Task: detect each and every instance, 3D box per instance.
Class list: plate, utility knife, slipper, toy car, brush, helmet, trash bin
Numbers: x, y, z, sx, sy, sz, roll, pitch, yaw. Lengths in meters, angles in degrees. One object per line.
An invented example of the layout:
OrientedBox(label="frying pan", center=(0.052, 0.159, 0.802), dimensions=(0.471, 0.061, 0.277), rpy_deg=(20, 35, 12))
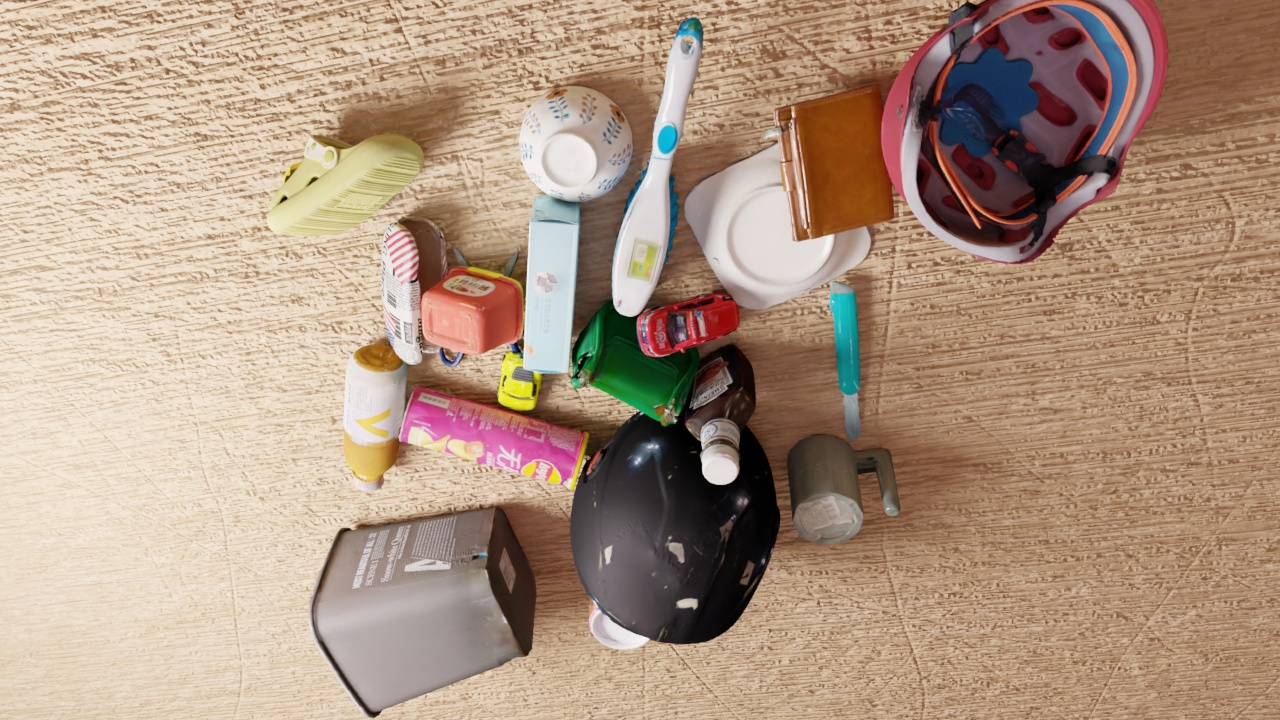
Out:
OrientedBox(label="plate", center=(0.141, -0.132, 0.938), dimensions=(0.164, 0.034, 0.164), rpy_deg=(-25, 115, 19))
OrientedBox(label="utility knife", center=(0.231, 0.004, 1.025), dimensions=(0.029, 0.013, 0.222), rpy_deg=(-5, 124, 11))
OrientedBox(label="slipper", center=(-0.299, -0.188, 0.924), dimensions=(0.191, 0.091, 0.081), rpy_deg=(-24, 77, 28))
OrientedBox(label="toy car", center=(0.052, -0.039, 0.963), dimensions=(0.120, 0.045, 0.053), rpy_deg=(-18, 103, -27))
OrientedBox(label="brush", center=(0.018, -0.176, 0.877), dimensions=(0.060, 0.109, 0.315), rpy_deg=(14, 122, -1))
OrientedBox(label="helmet", center=(0.318, -0.221, 0.809), dimensions=(0.207, 0.143, 0.240), rpy_deg=(38, 103, -18))
OrientedBox(label="helmet", center=(0.041, 0.186, 1.041), dimensions=(0.233, 0.230, 0.275), rpy_deg=(18, 101, -9))
OrientedBox(label="toy car", center=(-0.138, 0.029, 1.047), dimensions=(0.048, 0.032, 0.105), rpy_deg=(11, 143, -6))
OrientedBox(label="trash bin", center=(-0.262, 0.301, 1.154), dimensions=(0.220, 0.198, 0.199), rpy_deg=(-17, 119, 7))

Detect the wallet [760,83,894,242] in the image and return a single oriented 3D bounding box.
OrientedBox(label="wallet", center=(0.181, -0.185, 0.875), dimensions=(0.119, 0.035, 0.131), rpy_deg=(-14, 110, -5))

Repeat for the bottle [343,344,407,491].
OrientedBox(label="bottle", center=(-0.315, 0.073, 1.082), dimensions=(0.068, 0.067, 0.190), rpy_deg=(13, 122, -3))

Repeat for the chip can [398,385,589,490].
OrientedBox(label="chip can", center=(-0.171, 0.090, 1.079), dimensions=(0.210, 0.071, 0.072), rpy_deg=(16, 121, -4))

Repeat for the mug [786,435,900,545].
OrientedBox(label="mug", center=(0.233, 0.147, 1.059), dimensions=(0.124, 0.103, 0.084), rpy_deg=(-8, 121, 12))

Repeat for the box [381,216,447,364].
OrientedBox(label="box", center=(-0.254, -0.070, 0.983), dimensions=(0.075, 0.081, 0.164), rpy_deg=(16, 124, 13))

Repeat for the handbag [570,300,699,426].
OrientedBox(label="handbag", center=(-0.006, 0.006, 0.985), dimensions=(0.131, 0.120, 0.068), rpy_deg=(26, 125, -13))

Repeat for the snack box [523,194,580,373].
OrientedBox(label="snack box", center=(-0.093, -0.079, 0.960), dimensions=(0.051, 0.074, 0.175), rpy_deg=(4, 119, -4))

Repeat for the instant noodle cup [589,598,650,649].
OrientedBox(label="instant noodle cup", center=(-0.019, 0.310, 1.185), dimensions=(0.111, 0.099, 0.112), rpy_deg=(2, 123, 3))

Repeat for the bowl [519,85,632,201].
OrientedBox(label="bowl", center=(-0.066, -0.205, 0.896), dimensions=(0.113, 0.062, 0.114), rpy_deg=(2, 120, 4))

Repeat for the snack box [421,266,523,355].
OrientedBox(label="snack box", center=(-0.178, -0.048, 0.965), dimensions=(0.091, 0.079, 0.082), rpy_deg=(15, 120, 21))

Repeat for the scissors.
OrientedBox(label="scissors", center=(-0.170, -0.047, 1.030), dimensions=(0.163, 0.012, 0.176), rpy_deg=(-34, 111, 22))

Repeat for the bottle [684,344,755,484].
OrientedBox(label="bottle", center=(0.084, 0.057, 0.963), dimensions=(0.080, 0.194, 0.044), rpy_deg=(-33, 113, 22))
